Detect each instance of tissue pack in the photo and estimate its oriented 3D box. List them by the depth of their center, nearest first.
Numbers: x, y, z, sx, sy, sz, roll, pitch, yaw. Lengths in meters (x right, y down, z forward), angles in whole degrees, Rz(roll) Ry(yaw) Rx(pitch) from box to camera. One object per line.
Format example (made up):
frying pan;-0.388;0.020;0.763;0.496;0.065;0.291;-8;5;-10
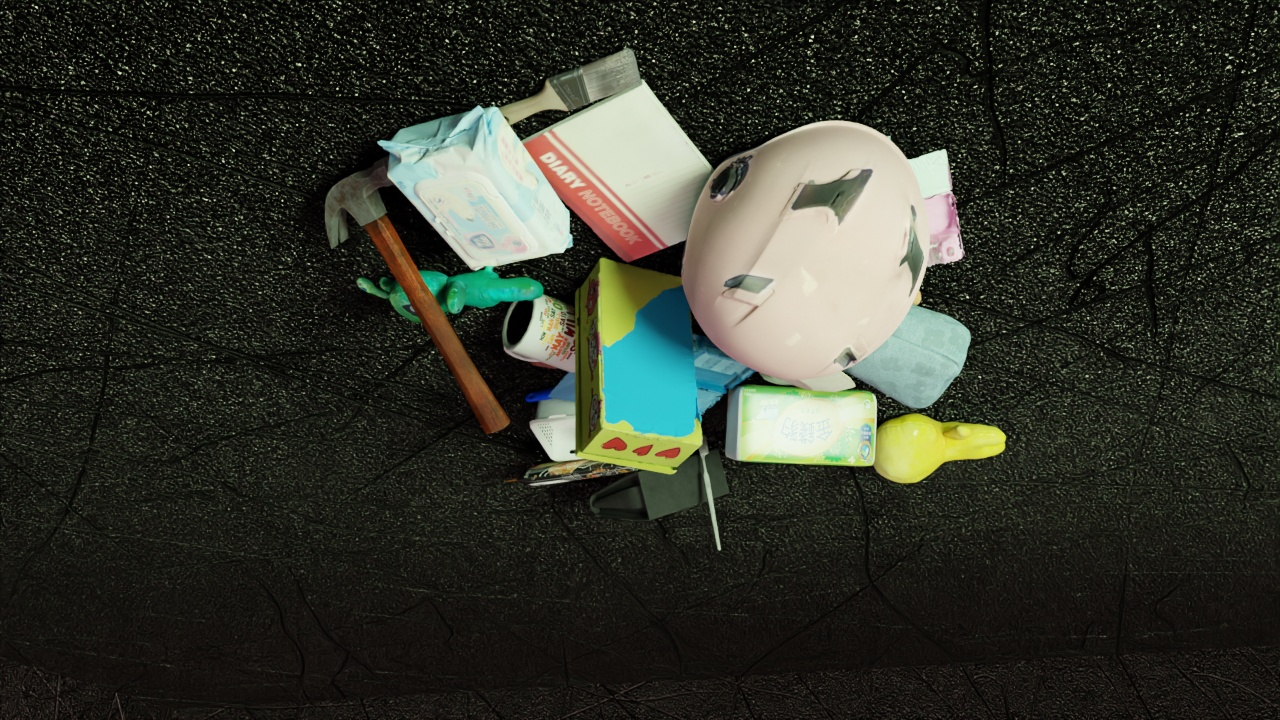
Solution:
tissue pack;-0.151;-0.159;0.864;0.112;0.069;0.182;-5;150;23
tissue pack;0.214;0.089;1.280;0.197;0.120;0.141;9;177;-7

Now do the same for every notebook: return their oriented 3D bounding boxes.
notebook;-0.006;-0.176;0.907;0.153;0.012;0.208;-19;145;27

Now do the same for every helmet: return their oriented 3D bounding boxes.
helmet;0.160;-0.092;0.862;0.230;0.152;0.256;35;110;-17

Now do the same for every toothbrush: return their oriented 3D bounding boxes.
toothbrush;-0.075;0.035;1.252;0.183;0.016;0.018;-13;152;19
toothbrush;0.105;0.194;1.364;0.010;0.181;0.010;16;142;-36

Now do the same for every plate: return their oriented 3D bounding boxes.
plate;0.162;0.000;1.086;0.189;0.027;0.189;26;177;1

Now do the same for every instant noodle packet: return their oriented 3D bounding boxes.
instant noodle packet;-0.077;0.163;1.405;0.221;0.032;0.159;-10;176;13

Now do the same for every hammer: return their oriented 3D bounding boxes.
hammer;-0.218;-0.053;0.936;0.111;0.028;0.301;-16;113;29

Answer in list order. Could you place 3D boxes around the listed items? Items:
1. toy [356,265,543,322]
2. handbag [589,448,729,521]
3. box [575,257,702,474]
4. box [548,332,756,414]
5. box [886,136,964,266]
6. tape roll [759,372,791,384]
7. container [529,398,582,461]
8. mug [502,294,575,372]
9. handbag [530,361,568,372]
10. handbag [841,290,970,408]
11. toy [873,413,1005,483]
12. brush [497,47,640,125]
toy;-0.204;-0.080;1.008;0.193;0.072;0.130;-3;-177;2
handbag;0.004;0.206;1.449;0.175;0.072;0.196;-10;174;-43
box;-0.006;0.006;1.011;0.124;0.220;0.081;10;148;-23
box;0.016;0.015;1.191;0.231;0.033;0.175;13;144;-29
box;0.199;-0.141;0.930;0.231;0.035;0.159;-16;126;12
tape roll;0.203;0.005;1.215;0.093;0.013;0.093;-1;149;-1
container;-0.104;0.094;1.316;0.081;0.049;0.129;-7;149;9
mug;-0.115;-0.028;1.089;0.089;0.073;0.105;20;143;-32
handbag;-0.084;0.001;1.192;0.055;0.029;0.119;-32;143;33
handbag;0.272;-0.037;1.042;0.192;0.118;0.122;23;149;7
toy;0.428;0.128;1.356;0.208;0.092;0.134;-13;150;14
brush;-0.069;-0.235;0.806;0.151;0.012;0.039;-14;147;21
